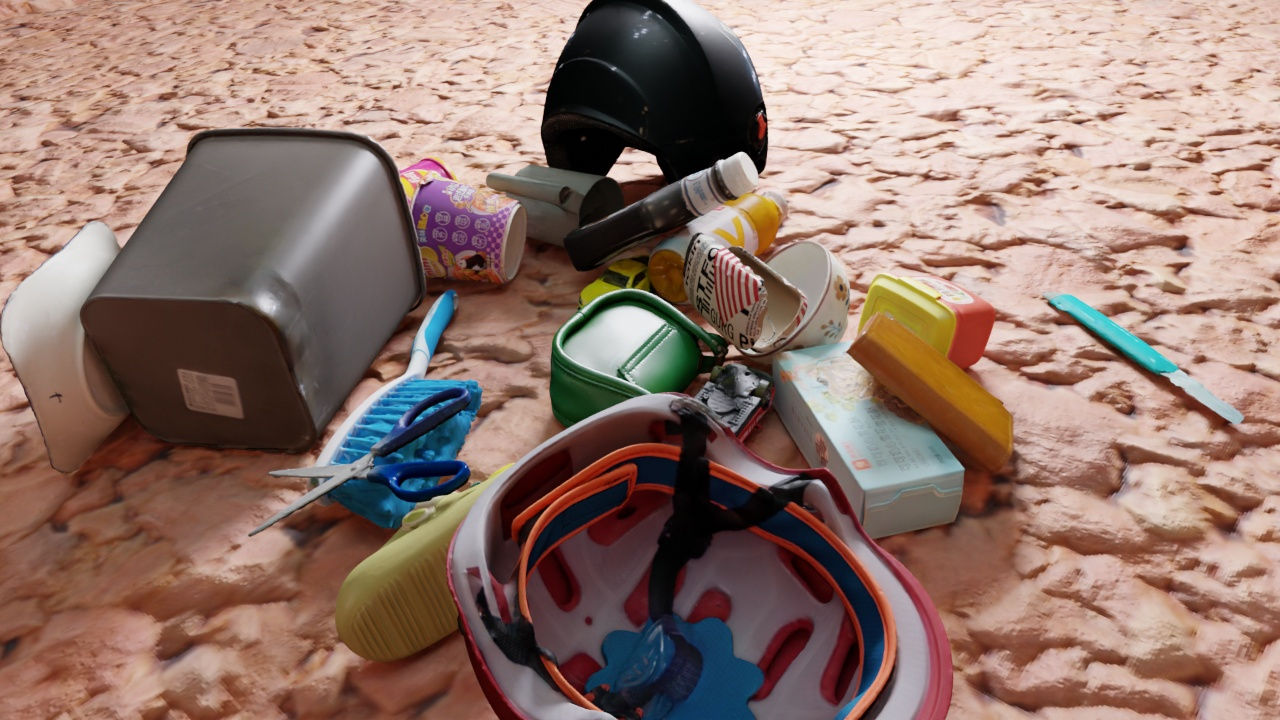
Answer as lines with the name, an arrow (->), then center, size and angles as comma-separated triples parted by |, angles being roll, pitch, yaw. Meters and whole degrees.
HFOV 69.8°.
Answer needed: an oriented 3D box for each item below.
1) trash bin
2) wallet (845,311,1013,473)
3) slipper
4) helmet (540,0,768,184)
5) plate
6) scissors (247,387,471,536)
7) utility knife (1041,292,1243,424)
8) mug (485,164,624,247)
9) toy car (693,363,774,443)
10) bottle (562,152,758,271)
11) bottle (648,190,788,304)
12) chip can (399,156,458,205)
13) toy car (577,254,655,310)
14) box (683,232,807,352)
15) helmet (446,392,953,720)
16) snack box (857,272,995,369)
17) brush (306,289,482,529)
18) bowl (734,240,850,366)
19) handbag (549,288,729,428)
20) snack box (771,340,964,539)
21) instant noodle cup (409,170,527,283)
trash bin -> -0.312, -0.054, 0.763 | 0.199, 0.199, 0.219 | 2, 42, 7
wallet -> 0.217, 0.015, 0.678 | 0.130, 0.035, 0.118 | 41, 21, 8
slipper -> -0.112, 0.110, 0.585 | 0.190, 0.092, 0.082 | -29, 40, -28
helmet -> 0.025, -0.280, 1.019 | 0.234, 0.230, 0.274 | 19, 14, 39
plate -> -0.423, -0.012, 0.720 | 0.034, 0.165, 0.163 | 3, 35, -2
scissors -> -0.175, 0.068, 0.608 | 0.176, 0.012, 0.161 | 4, 38, 36
utility knife -> 0.420, -0.008, 0.779 | 0.029, 0.013, 0.221 | -10, 33, -13
mug -> -0.091, -0.167, 0.968 | 0.103, 0.083, 0.123 | 18, -1, 31
toy car -> 0.059, 0.048, 0.698 | 0.053, 0.045, 0.120 | 20, 46, 27
bottle -> 0.020, -0.141, 0.873 | 0.195, 0.044, 0.079 | -21, 7, 30
bottle -> 0.085, -0.121, 0.922 | 0.068, 0.068, 0.189 | 22, 42, 32
chip can -> -0.294, -0.153, 0.995 | 0.071, 0.071, 0.209 | 21, 41, 31
toy car -> -0.020, -0.074, 0.895 | 0.048, 0.032, 0.105 | 20, 42, 29
box -> 0.089, -0.054, 0.776 | 0.081, 0.075, 0.163 | 6, 20, -23
helmet -> 0.023, 0.146, 0.478 | 0.240, 0.144, 0.206 | 31, 46, 20
snack box -> 0.241, -0.029, 0.772 | 0.080, 0.082, 0.091 | -10, 34, -33
brush -> -0.177, 0.019, 0.758 | 0.109, 0.061, 0.313 | 4, 32, 16
bowl -> 0.138, -0.040, 0.787 | 0.062, 0.114, 0.113 | 30, 23, -28
handbag -> -0.004, 0.004, 0.745 | 0.120, 0.068, 0.131 | 19, 39, 21
snack box -> 0.160, 0.053, 0.677 | 0.074, 0.052, 0.174 | -9, 34, -10
instant noodle cup -> -0.172, -0.126, 0.925 | 0.099, 0.112, 0.111 | 12, 36, 6
